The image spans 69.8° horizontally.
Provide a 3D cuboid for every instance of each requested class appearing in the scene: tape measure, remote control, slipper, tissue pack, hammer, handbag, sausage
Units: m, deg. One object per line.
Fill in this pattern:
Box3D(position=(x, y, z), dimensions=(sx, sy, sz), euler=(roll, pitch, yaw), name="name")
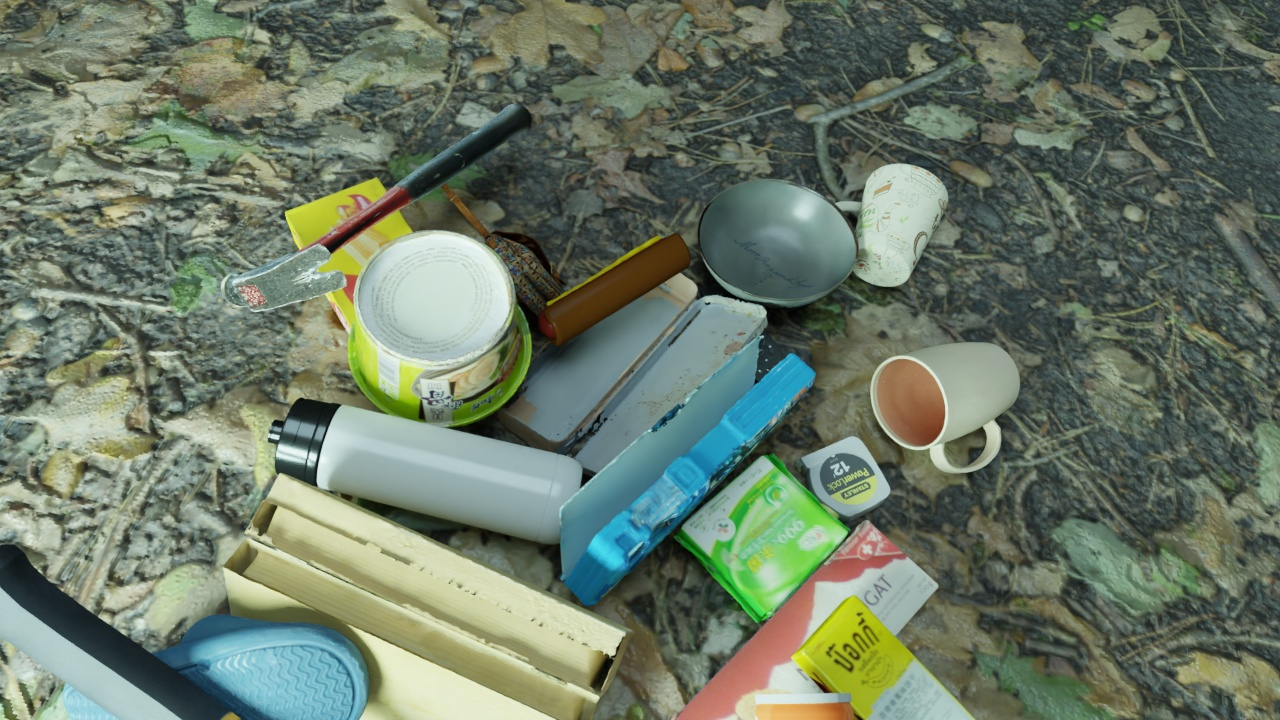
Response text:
Box3D(position=(0.168, 0.099, 0.762), dimensions=(0.064, 0.017, 0.065), euler=(-20, 61, -18), name="tape measure")
Box3D(position=(0.096, -0.022, 0.840), dimensions=(0.039, 0.010, 0.124), euler=(-22, 61, -19), name="remote control")
Box3D(position=(-0.267, 0.211, 0.586), dimensions=(0.214, 0.104, 0.059), euler=(-14, 21, 14), name="slipper")
Box3D(position=(0.095, 0.137, 0.721), dimensions=(0.113, 0.034, 0.099), euler=(-38, 69, -24), name="tissue pack")
Box3D(position=(-0.203, -0.144, 0.798), dimensions=(0.141, 0.036, 0.325), euler=(-1, 35, 44), name="hammer")
Box3D(position=(-0.129, -0.113, 0.837), dimensions=(0.043, 0.093, 0.195), euler=(-42, 58, -1), name="handbag")
Box3D(position=(-0.251, 0.214, 0.533), dimensions=(0.312, 0.140, 0.035), euler=(41, 25, -8), name="hammer")
Box3D(position=(-0.022, -0.064, 0.793), dimensions=(0.155, 0.040, 0.040), euler=(-33, 65, -21), name="sausage")

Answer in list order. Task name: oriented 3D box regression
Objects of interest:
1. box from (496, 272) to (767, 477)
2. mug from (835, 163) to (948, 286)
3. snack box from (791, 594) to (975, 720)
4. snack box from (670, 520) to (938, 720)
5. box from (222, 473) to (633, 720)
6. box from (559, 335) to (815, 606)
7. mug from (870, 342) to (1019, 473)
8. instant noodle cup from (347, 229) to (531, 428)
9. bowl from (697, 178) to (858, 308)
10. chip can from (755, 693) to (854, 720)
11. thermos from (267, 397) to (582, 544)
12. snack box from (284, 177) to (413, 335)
Box3D(position=(-0.005, 0.004, 0.787), dimensions=(0.157, 0.063, 0.215), euler=(20, 54, 32), name="box")
Box3D(position=(0.227, -0.131, 0.898), dimensions=(0.122, 0.081, 0.097), euler=(12, 61, 27), name="mug")
Box3D(position=(0.177, 0.237, 0.625), dimensions=(0.061, 0.026, 0.149), euler=(-38, 76, -26), name="snack box")
Box3D(position=(0.102, 0.228, 0.654), dimensions=(0.272, 0.044, 0.076), euler=(-37, 69, -25), name="snack box")
Box3D(position=(-0.139, 0.180, 0.611), dimensions=(0.249, 0.141, 0.148), euler=(21, 64, 8), name="box")
Box3D(position=(0.031, 0.076, 0.699), dimensions=(0.066, 0.091, 0.242), euler=(44, 54, 11), name="box")
Box3D(position=(0.269, 0.039, 0.782), dimensions=(0.104, 0.085, 0.111), euler=(-14, 87, -28), name="mug")
Box3D(position=(-0.157, -0.029, 0.717), dimensions=(0.146, 0.098, 0.146), euler=(4, 63, -7), name="instant noodle cup")
Box3D(position=(0.125, -0.099, 0.866), dimensions=(0.150, 0.057, 0.150), euler=(3, 56, -5), name="bowl")
Box3D(position=(0.107, 0.314, 0.558), dimensions=(0.062, 0.062, 0.210), euler=(1, 70, -5), name="chip can")
Box3D(position=(-0.165, 0.086, 0.707), dimensions=(0.230, 0.101, 0.068), euler=(15, 73, -6), name="thermos")
Box3D(position=(-0.233, -0.072, 0.820), dimensions=(0.092, 0.042, 0.200), euler=(-26, 63, -21), name="snack box")
